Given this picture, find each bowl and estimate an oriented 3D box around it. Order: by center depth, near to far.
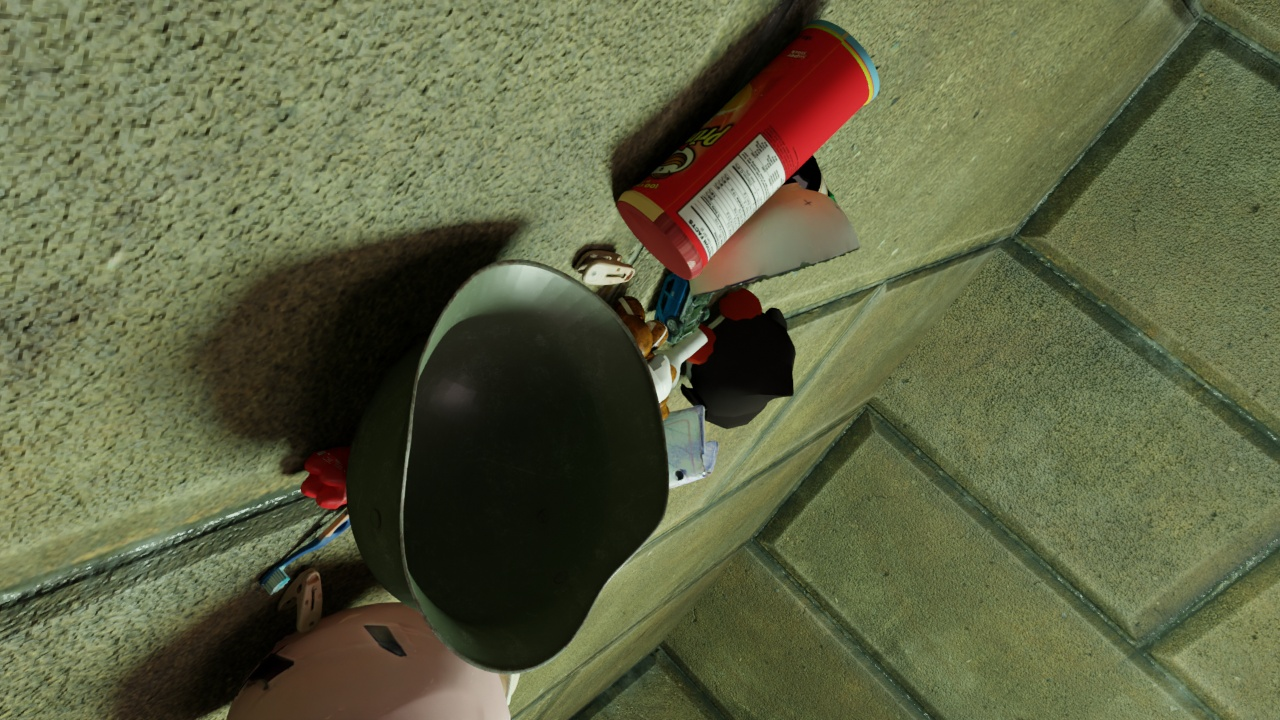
[{"bbox_3d":[0.110,-0.110,0.807,0.153,0.073,0.153,-16,-175,1],"label":"bowl"}]

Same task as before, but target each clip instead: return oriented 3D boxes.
[{"bbox_3d":[-0.027,-0.075,0.764,0.026,0.049,0.060,-54,-172,24],"label":"clip"},{"bbox_3d":[-0.294,0.200,0.791,0.061,0.049,0.025,-7,-170,36],"label":"clip"}]

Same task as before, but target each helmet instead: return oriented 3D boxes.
[{"bbox_3d":[-0.112,0.081,0.642,0.154,0.267,0.227,-19,145,38],"label":"helmet"},{"bbox_3d":[-0.251,0.303,0.827,0.255,0.152,0.230,-8,179,-4],"label":"helmet"}]

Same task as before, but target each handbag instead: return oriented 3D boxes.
[{"bbox_3d":[0.002,0.108,1.024,0.159,0.069,0.126,-16,-166,14],"label":"handbag"}]

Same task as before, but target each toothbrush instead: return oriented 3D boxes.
[{"bbox_3d":[-0.254,0.140,0.750,0.135,0.017,0.021,-42,163,-11],"label":"toothbrush"}]

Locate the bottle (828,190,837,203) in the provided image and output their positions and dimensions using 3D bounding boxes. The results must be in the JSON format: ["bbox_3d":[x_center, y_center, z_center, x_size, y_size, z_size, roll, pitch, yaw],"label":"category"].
[{"bbox_3d":[0.168,-0.151,1.009,0.110,0.043,0.043,-36,159,-26],"label":"bottle"}]

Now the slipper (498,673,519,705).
[{"bbox_3d":[-0.112,0.239,0.991,0.115,0.052,0.262,114,-12,-65],"label":"slipper"}]

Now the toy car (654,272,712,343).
[{"bbox_3d":[0.047,-0.070,0.915,0.056,0.043,0.120,-30,153,-40],"label":"toy car"}]

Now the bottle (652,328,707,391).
[{"bbox_3d":[-0.004,0.032,1.008,0.195,0.052,0.052,-41,161,-14],"label":"bottle"}]

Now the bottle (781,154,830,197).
[{"bbox_3d":[0.141,-0.174,0.871,0.059,0.059,0.181,-48,162,7],"label":"bottle"}]

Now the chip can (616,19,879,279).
[{"bbox_3d":[0.085,-0.167,0.727,0.213,0.087,0.087,-44,162,-6],"label":"chip can"}]

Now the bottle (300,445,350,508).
[{"bbox_3d":[-0.194,0.076,0.704,0.141,0.042,0.042,-16,146,-56],"label":"bottle"}]

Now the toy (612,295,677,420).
[{"bbox_3d":[-0.005,0.005,0.856,0.087,0.067,0.113,-36,125,-26],"label":"toy"}]

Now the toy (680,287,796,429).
[{"bbox_3d":[0.122,0.027,1.129,0.159,0.140,0.184,-40,161,-17],"label":"toy"}]
